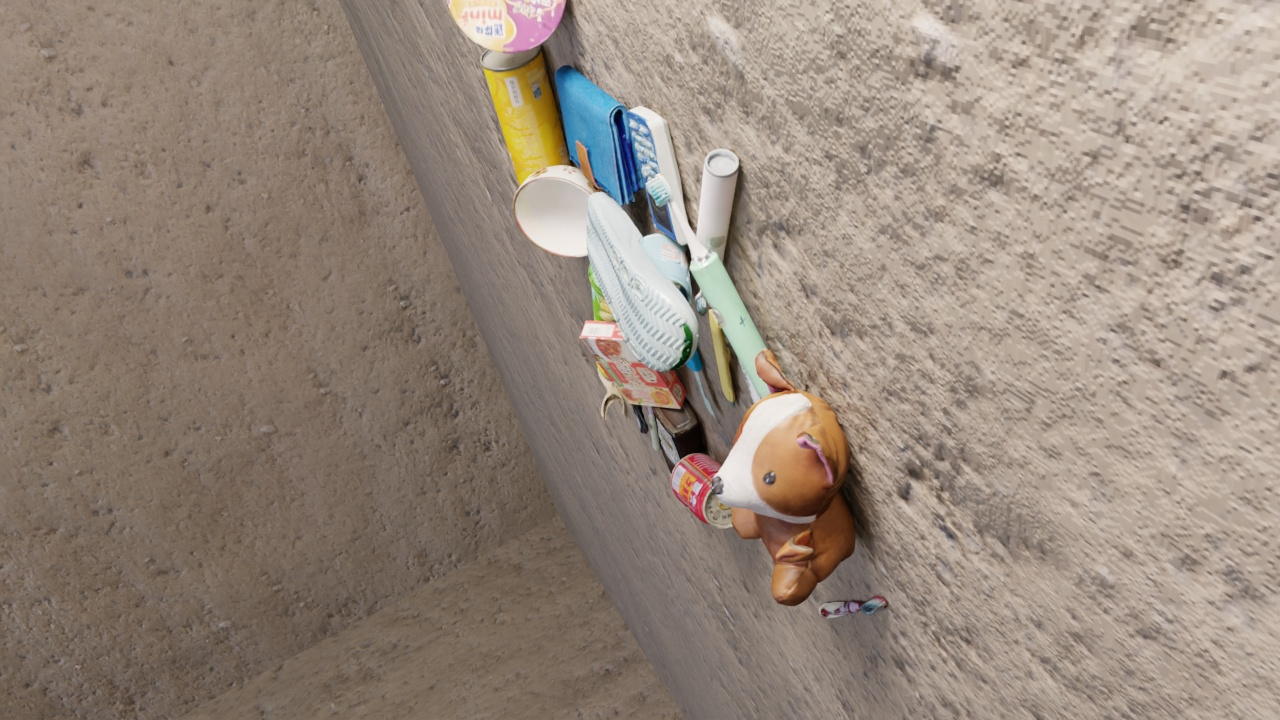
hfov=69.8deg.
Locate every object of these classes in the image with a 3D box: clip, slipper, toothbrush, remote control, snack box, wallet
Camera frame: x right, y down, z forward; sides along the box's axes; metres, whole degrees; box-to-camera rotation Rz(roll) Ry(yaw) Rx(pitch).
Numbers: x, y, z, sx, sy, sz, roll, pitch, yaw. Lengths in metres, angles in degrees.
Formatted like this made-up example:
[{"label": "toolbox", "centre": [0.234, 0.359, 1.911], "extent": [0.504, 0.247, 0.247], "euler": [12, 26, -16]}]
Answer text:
[{"label": "clip", "centre": [-0.025, 0.036, 1.301], "extent": [0.035, 0.081, 0.104], "euler": [68, -178, -49]}, {"label": "slipper", "centre": [0.006, -0.083, 0.899], "extent": [0.245, 0.074, 0.104], "euler": [-118, 24, -44]}, {"label": "toothbrush", "centre": [0.022, 0.086, 1.302], "extent": [0.190, 0.020, 0.029], "euler": [85, 161, -60]}, {"label": "remote control", "centre": [0.018, -0.164, 0.819], "extent": [0.049, 0.024, 0.125], "euler": [47, 158, 51]}, {"label": "snack box", "centre": [-0.006, 0.006, 1.070], "extent": [0.075, 0.025, 0.153], "euler": [5, 150, 27]}, {"label": "toothbrush", "centre": [0.059, -0.099, 0.781], "extent": [0.221, 0.027, 0.026], "euler": [92, 174, -64]}, {"label": "toothbrush", "centre": [0.205, 0.249, 0.913], "extent": [0.016, 0.017, 0.188], "euler": [61, 166, 12]}, {"label": "toothbrush", "centre": [0.066, -0.058, 0.764], "extent": [0.224, 0.027, 0.026], "euler": [59, 165, -24]}, {"label": "wallet", "centre": [-0.045, -0.226, 0.919], "extent": [0.133, 0.040, 0.106], "euler": [50, 157, 46]}]

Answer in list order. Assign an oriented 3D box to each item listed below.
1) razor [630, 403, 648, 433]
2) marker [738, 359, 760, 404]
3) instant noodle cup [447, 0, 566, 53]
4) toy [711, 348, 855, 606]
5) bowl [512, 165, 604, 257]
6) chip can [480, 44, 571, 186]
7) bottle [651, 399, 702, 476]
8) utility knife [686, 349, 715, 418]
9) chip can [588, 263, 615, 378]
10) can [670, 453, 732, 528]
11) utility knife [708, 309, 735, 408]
[{"label": "razor", "centre": [-0.010, 0.040, 1.281], "extent": [0.042, 0.022, 0.143], "euler": [-139, 35, -63]}, {"label": "marker", "centre": [0.103, 0.010, 0.848], "extent": [0.022, 0.018, 0.131], "euler": [-123, 11, -70]}, {"label": "instant noodle cup", "centre": [-0.130, -0.349, 0.874], "extent": [0.099, 0.111, 0.111], "euler": [-126, 13, -71]}, {"label": "toy", "centre": [0.118, 0.101, 0.764], "extent": [0.140, 0.130, 0.200], "euler": [-122, 22, -45]}, {"label": "bowl", "centre": [-0.084, -0.181, 1.054], "extent": [0.114, 0.113, 0.062], "euler": [77, -157, -47]}, {"label": "chip can", "centre": [-0.125, -0.261, 1.073], "extent": [0.072, 0.072, 0.214], "euler": [51, 162, 43]}, {"label": "bottle", "centre": [0.053, 0.121, 1.195], "extent": [0.080, 0.044, 0.195], "euler": [54, 165, 36]}, {"label": "utility knife", "centre": [0.046, -0.026, 0.993], "extent": [0.207, 0.018, 0.034], "euler": [67, 166, -19]}, {"label": "chip can", "centre": [-0.021, -0.052, 1.080], "extent": [0.072, 0.072, 0.222], "euler": [58, 166, 24]}, {"label": "can", "centre": [0.083, 0.155, 1.092], "extent": [0.094, 0.066, 0.066], "euler": [32, 146, 66]}, {"label": "utility knife", "centre": [0.076, -0.011, 0.883], "extent": [0.031, 0.020, 0.195], "euler": [62, 178, 34]}]
